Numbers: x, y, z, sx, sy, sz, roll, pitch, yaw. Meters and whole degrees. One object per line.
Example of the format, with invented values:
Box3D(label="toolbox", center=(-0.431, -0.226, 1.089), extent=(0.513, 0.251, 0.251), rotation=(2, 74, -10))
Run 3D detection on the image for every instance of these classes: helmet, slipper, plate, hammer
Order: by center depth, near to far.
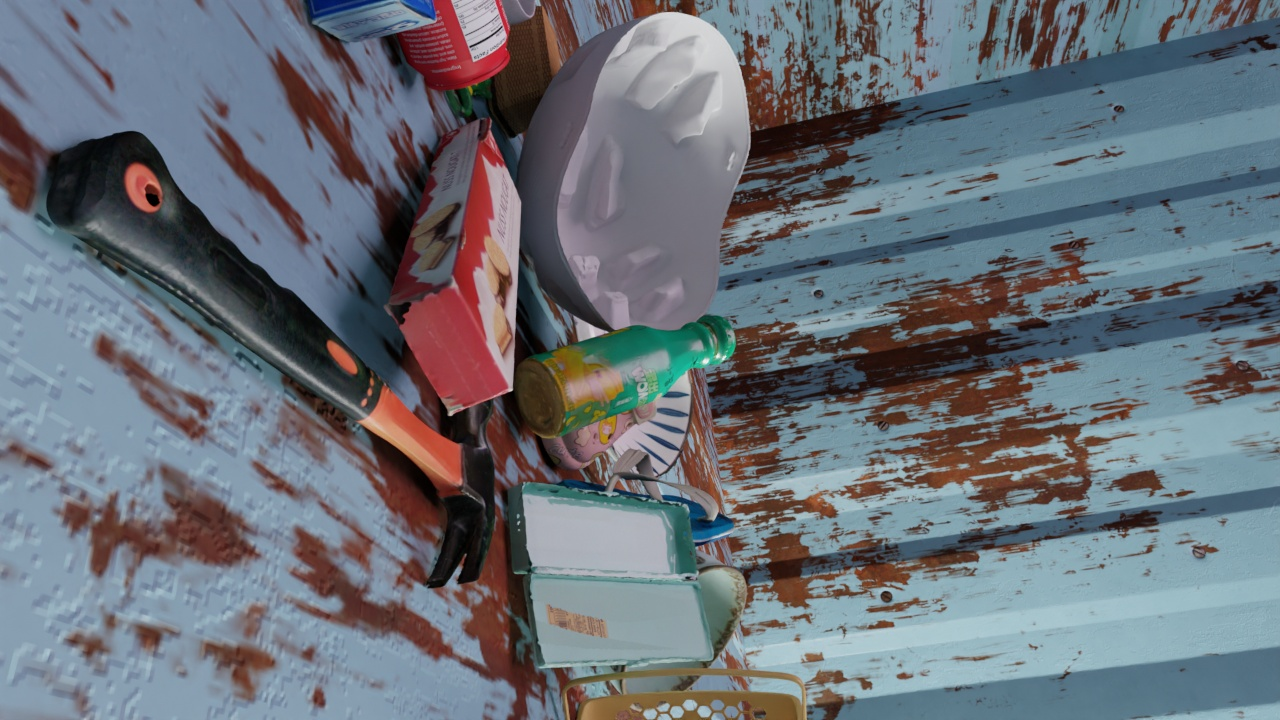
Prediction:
Box3D(label="hammer", center=(-0.137, 0.011, 0.426), extent=(0.333, 0.033, 0.133), rotation=(63, 19, -60))
Box3D(label="helmet", center=(-0.007, -0.170, 0.829), extent=(0.223, 0.184, 0.283), rotation=(-17, 135, -48))
Box3D(label="slipper", center=(-0.018, 0.034, 0.856), extent=(0.196, 0.082, 0.093), rotation=(-39, 120, -53))
Box3D(label="slipper", center=(0.025, 0.134, 0.893), extent=(0.060, 0.118, 0.294), rotation=(-64, 153, 2))
Box3D(label="plate", center=(-0.058, -0.045, 1.103), extent=(0.157, 0.014, 0.157), rotation=(-10, 89, -82))

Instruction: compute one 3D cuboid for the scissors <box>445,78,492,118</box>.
Box3D(label="scissors", center=(-0.144, -0.238, 0.760), extent=(0.130, 0.014, 0.070), rotation=(-71, 150, -72))

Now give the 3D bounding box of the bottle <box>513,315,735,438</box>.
Box3D(label="bottle", center=(-0.005, 0.005, 0.780), extent=(0.209, 0.068, 0.068), rotation=(-18, 101, -38))

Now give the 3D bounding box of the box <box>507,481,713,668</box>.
Box3D(label="box", center=(-0.017, 0.167, 0.707), extent=(0.186, 0.033, 0.136), rotation=(17, 58, -42))

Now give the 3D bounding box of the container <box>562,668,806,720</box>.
Box3D(label="container", center=(0.037, 0.306, 0.712), extent=(0.129, 0.183, 0.167), rotation=(-77, 162, -70))

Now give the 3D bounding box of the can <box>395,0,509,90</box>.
Box3D(label="can", center=(-0.137, -0.256, 0.595), extent=(0.074, 0.074, 0.143), rotation=(-91, 168, -49))

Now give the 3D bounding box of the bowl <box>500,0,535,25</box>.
Box3D(label="bowl", center=(-0.136, -0.338, 0.746), extent=(0.131, 0.064, 0.132), rotation=(-9, 89, -82))

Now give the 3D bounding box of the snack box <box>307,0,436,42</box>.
Box3D(label="snack box", center=(-0.168, -0.295, 0.498), extent=(0.059, 0.059, 0.226), rotation=(-39, 118, -76))

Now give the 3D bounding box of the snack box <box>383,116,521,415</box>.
Box3D(label="snack box", center=(-0.106, -0.075, 0.576), extent=(0.272, 0.044, 0.077), rotation=(-99, 168, -59))

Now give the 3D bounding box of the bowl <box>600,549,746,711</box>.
Box3D(label="bowl", center=(0.013, 0.237, 0.870), extent=(0.094, 0.159, 0.160), rotation=(33, -26, 39))

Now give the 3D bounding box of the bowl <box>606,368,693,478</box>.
Box3D(label="bowl", center=(-0.016, 0.040, 0.997), extent=(0.177, 0.071, 0.177), rotation=(1, 89, -57))

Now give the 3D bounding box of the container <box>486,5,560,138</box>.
Box3D(label="container", center=(-0.110, -0.276, 0.861), extent=(0.063, 0.061, 0.114), rotation=(51, 30, -73))
